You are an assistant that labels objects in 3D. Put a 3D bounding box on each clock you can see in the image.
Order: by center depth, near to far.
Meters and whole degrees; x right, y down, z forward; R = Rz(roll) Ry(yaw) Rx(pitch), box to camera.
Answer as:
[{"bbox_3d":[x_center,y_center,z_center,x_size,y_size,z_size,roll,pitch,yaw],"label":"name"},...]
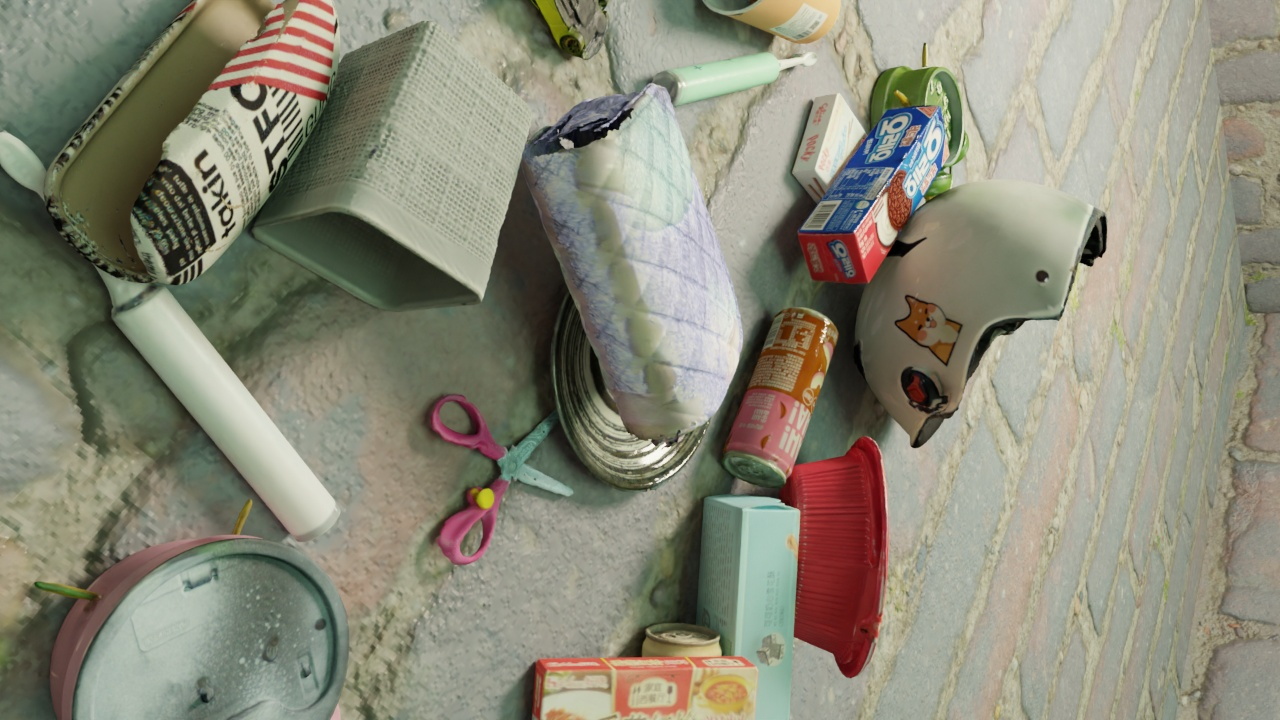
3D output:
[{"bbox_3d":[-0.192,0.152,0.409,0.117,0.060,0.158,-21,106,-48],"label":"clock"},{"bbox_3d":[0.297,-0.236,0.960,0.115,0.056,0.161,-55,130,-31],"label":"clock"}]

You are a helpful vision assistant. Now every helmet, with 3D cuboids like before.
[{"bbox_3d":[0.292,-0.060,0.862,0.157,0.275,0.229,43,44,13],"label":"helmet"}]

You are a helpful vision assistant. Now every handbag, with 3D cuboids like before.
[{"bbox_3d":[0.000,-0.061,0.564,0.133,0.076,0.194,-63,137,-56],"label":"handbag"}]

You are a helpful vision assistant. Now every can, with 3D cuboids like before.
[{"bbox_3d":[0.027,0.255,0.666,0.058,0.059,0.116,6,87,-49],"label":"can"},{"bbox_3d":[0.117,0.029,0.761,0.058,0.058,0.147,45,59,-40],"label":"can"}]

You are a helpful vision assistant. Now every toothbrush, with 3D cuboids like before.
[{"bbox_3d":[-0.206,-0.003,0.411,0.026,0.026,0.221,-35,120,-14],"label":"toothbrush"},{"bbox_3d":[0.085,-0.232,0.738,0.223,0.027,0.026,-28,126,-45],"label":"toothbrush"}]

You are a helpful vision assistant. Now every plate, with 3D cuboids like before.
[{"bbox_3d":[-0.004,0.004,0.648,0.179,0.024,0.179,1,89,-49],"label":"plate"}]

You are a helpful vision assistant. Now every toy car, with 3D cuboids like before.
[{"bbox_3d":[-0.053,-0.237,0.576,0.105,0.032,0.048,55,52,-49],"label":"toy car"}]

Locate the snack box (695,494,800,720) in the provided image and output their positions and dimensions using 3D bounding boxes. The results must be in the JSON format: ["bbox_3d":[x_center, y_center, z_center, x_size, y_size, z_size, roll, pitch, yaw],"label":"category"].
[{"bbox_3d":[0.079,0.192,0.701,0.051,0.074,0.175,4,88,-19],"label":"snack box"}]

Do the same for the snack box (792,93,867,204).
[{"bbox_3d":[0.201,-0.171,0.873,0.156,0.027,0.084,37,65,-43],"label":"snack box"}]

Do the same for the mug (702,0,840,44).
[{"bbox_3d":[0.108,-0.297,0.729,0.122,0.078,0.078,0,91,-53],"label":"mug"}]

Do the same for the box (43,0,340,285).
[{"bbox_3d":[-0.194,-0.105,0.402,0.075,0.083,0.163,96,7,-58],"label":"box"}]

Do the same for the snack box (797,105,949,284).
[{"bbox_3d":[0.214,-0.154,0.826,0.206,0.057,0.058,-52,132,-32],"label":"snack box"}]

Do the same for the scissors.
[{"bbox_3d":[-0.086,0.060,0.563,0.133,0.017,0.130,-50,124,-41],"label":"scissors"}]

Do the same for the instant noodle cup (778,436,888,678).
[{"bbox_3d":[0.147,0.155,0.748,0.194,0.066,0.194,10,85,-88],"label":"instant noodle cup"}]

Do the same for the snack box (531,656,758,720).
[{"bbox_3d":[0.003,0.238,0.611,0.152,0.025,0.075,6,88,-20],"label":"snack box"}]

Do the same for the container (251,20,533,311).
[{"bbox_3d":[-0.118,-0.096,0.463,0.090,0.090,0.114,35,63,-45],"label":"container"}]
